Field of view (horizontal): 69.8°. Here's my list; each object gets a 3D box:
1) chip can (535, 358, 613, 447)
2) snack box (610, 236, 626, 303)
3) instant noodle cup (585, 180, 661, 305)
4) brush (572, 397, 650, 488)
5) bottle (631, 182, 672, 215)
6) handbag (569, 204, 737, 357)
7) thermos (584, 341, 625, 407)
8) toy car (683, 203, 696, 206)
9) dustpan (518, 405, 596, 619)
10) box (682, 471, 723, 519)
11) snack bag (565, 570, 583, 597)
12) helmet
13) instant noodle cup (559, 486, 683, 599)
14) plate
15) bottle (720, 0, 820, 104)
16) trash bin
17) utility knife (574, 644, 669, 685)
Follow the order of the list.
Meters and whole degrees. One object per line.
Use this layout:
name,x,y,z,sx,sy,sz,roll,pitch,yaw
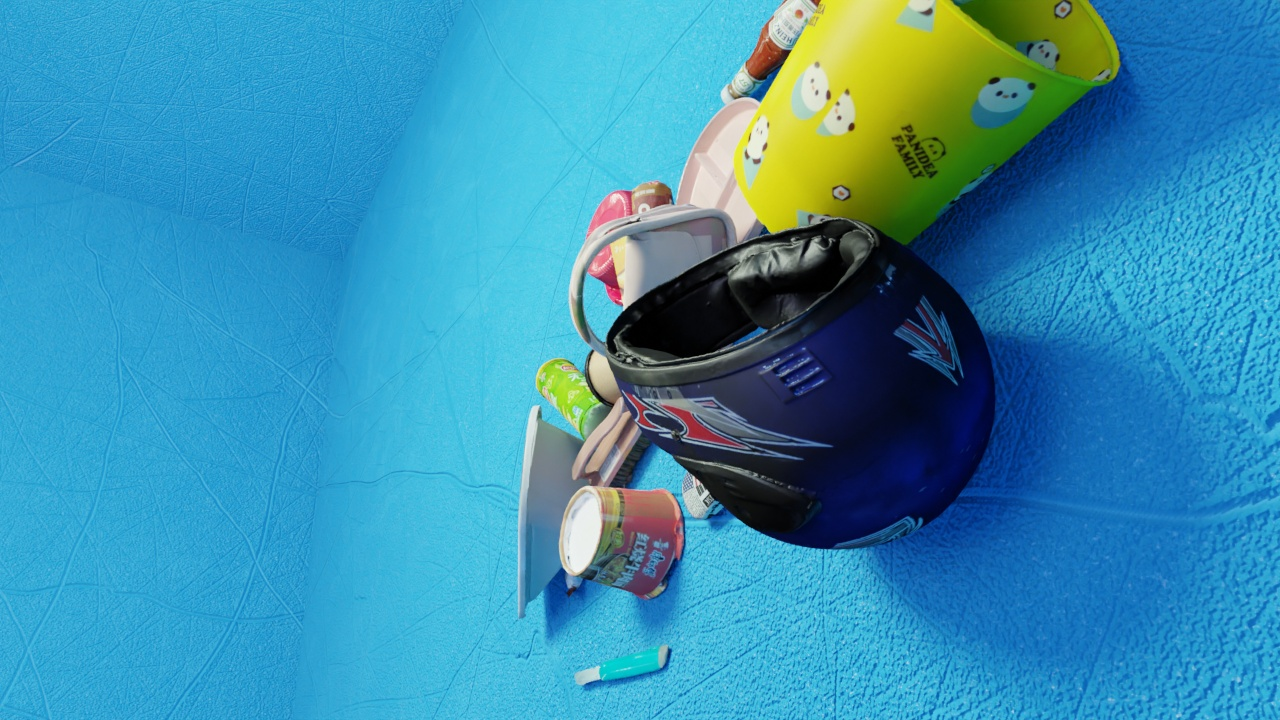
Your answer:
chip can,-0.089,0.060,1.355,0.221,0.072,0.072,35,107,60
snack box,0.014,-0.111,1.209,0.087,0.033,0.140,-15,83,28
instant noodle cup,-0.028,-0.184,1.377,0.194,0.065,0.193,-39,43,48
brush,-0.033,0.112,1.226,0.146,0.073,0.063,-59,30,23
bottle,0.020,-0.156,1.266,0.058,0.057,0.174,-24,65,56
handbag,0.007,-0.080,1.051,0.093,0.233,0.193,12,105,45
thermos,-0.007,0.007,1.222,0.144,0.093,0.093,-21,57,48
toy car,0.059,-0.158,1.177,0.043,0.034,0.090,-36,50,50
dustpan,-0.158,0.195,1.308,0.258,0.142,0.222,-48,25,34
box,0.100,0.115,1.021,0.165,0.051,0.068,-51,26,35
snack bag,-0.088,0.279,1.288,0.048,0.026,0.104,160,122,-78
helmet,0.136,0.034,0.768,0.246,0.240,0.316,-44,23,-30
instant noodle cup,-0.029,0.216,1.126,0.138,0.108,0.137,-38,44,49
plate,0.110,-0.218,1.170,0.230,0.028,0.229,-38,46,53
bottle,0.168,-0.388,1.128,0.207,0.059,0.059,-43,41,49
trash bin,0.221,-0.225,0.789,0.256,0.229,0.229,-51,35,46
utility knife,-0.027,0.381,1.139,0.219,0.013,0.029,-34,50,48
